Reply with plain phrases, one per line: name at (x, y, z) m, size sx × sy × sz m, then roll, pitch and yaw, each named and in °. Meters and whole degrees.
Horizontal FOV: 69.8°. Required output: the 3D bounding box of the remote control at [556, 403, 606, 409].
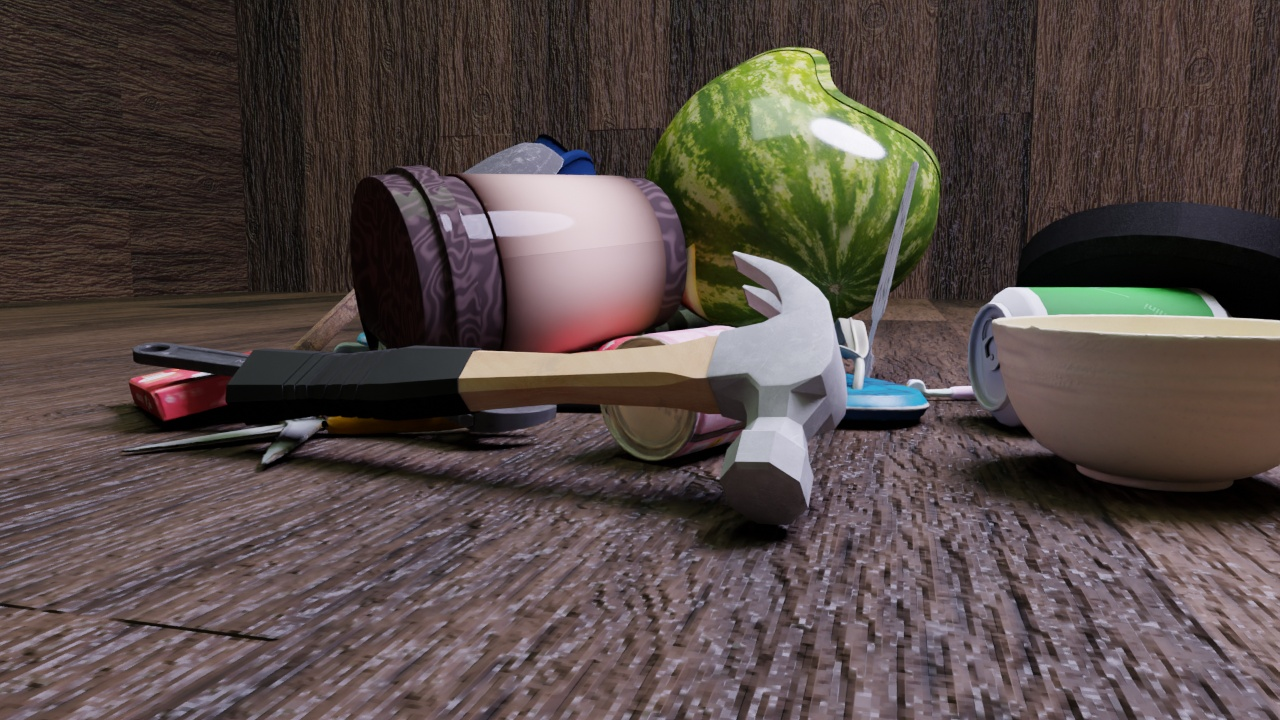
remote control at (-0.010, 0.030, 0.643) m, size 0.140 × 0.009 × 0.030 m, roll 1°, pitch 6°, yaw 6°

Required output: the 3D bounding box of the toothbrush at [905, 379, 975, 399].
toothbrush at (0.276, 0.022, 0.693) m, size 0.155 × 0.015 × 0.022 m, roll -1°, pitch -28°, yaw -2°

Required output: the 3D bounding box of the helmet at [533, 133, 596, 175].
helmet at (-0.118, -0.122, 1.031) m, size 0.223 × 0.232 × 0.272 m, roll 44°, pitch -10°, yaw 12°

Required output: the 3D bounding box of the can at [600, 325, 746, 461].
can at (0.027, 0.016, 0.499) m, size 0.067 × 0.067 × 0.076 m, roll 5°, pitch 9°, yaw 40°

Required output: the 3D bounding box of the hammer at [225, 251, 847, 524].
hammer at (-0.067, 0.009, 0.446) m, size 0.329 × 0.039 × 0.130 m, roll -2°, pitch 45°, yaw 24°

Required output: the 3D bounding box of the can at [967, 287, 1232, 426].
can at (0.288, -0.002, 0.578) m, size 0.140 × 0.088 × 0.088 m, roll 0°, pitch 6°, yaw -2°

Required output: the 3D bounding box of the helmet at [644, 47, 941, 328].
helmet at (0.120, -0.133, 0.805) m, size 0.243 × 0.213 × 0.247 m, roll -28°, pitch 43°, yaw -6°

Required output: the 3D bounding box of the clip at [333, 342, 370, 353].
clip at (-0.200, -0.009, 0.918) m, size 0.165 × 0.032 × 0.165 m, roll 2°, pitch 6°, yaw 21°

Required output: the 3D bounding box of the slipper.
slipper at (0.116, 0.000, 0.705) m, size 0.118 × 0.060 × 0.295 m, roll -4°, pitch 7°, yaw -8°

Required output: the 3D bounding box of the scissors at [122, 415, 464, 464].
scissors at (-0.195, 0.035, 0.571) m, size 0.224 × 0.016 × 0.230 m, roll -6°, pitch 10°, yaw -31°

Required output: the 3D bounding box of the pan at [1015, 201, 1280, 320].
pan at (0.365, -0.021, 0.705) m, size 0.225 × 0.034 × 0.357 m, roll 27°, pitch -16°, yaw -7°

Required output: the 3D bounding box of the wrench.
wrench at (-0.182, 0.012, 0.552) m, size 0.273 × 0.018 × 0.073 m, roll 7°, pitch 17°, yaw 10°

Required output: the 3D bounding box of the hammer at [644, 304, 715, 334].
hammer at (0.003, -0.028, 0.921) m, size 0.325 × 0.079 × 0.177 m, roll -11°, pitch 12°, yaw -37°

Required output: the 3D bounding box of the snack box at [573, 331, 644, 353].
snack box at (-0.071, -0.017, 0.810) m, size 0.150 × 0.026 × 0.081 m, roll 1°, pitch 41°, yaw -2°

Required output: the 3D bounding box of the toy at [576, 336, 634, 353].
toy at (-0.004, 0.004, 0.707) m, size 0.135 × 0.045 × 0.092 m, roll -9°, pitch 5°, yaw -27°

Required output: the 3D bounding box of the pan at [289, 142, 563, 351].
pan at (-0.209, -0.100, 0.831) m, size 0.208 × 0.040 × 0.355 m, roll -7°, pitch 33°, yaw 48°

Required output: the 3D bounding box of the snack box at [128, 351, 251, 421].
snack box at (-0.294, 0.014, 0.630) m, size 0.089 × 0.021 × 0.133 m, roll -17°, pitch 11°, yaw -33°

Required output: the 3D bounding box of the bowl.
bowl at (0.247, 0.019, 0.440) m, size 0.151 × 0.075 × 0.150 m, roll 1°, pitch 6°, yaw 0°

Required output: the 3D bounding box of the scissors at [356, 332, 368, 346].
scissors at (-0.203, -0.005, 0.819) m, size 0.134 × 0.011 × 0.139 m, roll 10°, pitch 22°, yaw 11°

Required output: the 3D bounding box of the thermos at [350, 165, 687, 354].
thermos at (-0.092, -0.071, 0.724) m, size 0.225 × 0.173 × 0.173 m, roll -12°, pitch 11°, yaw -31°

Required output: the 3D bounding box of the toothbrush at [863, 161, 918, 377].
toothbrush at (0.192, -0.063, 0.711) m, size 0.010 × 0.181 × 0.010 m, roll 18°, pitch 12°, yaw 28°
